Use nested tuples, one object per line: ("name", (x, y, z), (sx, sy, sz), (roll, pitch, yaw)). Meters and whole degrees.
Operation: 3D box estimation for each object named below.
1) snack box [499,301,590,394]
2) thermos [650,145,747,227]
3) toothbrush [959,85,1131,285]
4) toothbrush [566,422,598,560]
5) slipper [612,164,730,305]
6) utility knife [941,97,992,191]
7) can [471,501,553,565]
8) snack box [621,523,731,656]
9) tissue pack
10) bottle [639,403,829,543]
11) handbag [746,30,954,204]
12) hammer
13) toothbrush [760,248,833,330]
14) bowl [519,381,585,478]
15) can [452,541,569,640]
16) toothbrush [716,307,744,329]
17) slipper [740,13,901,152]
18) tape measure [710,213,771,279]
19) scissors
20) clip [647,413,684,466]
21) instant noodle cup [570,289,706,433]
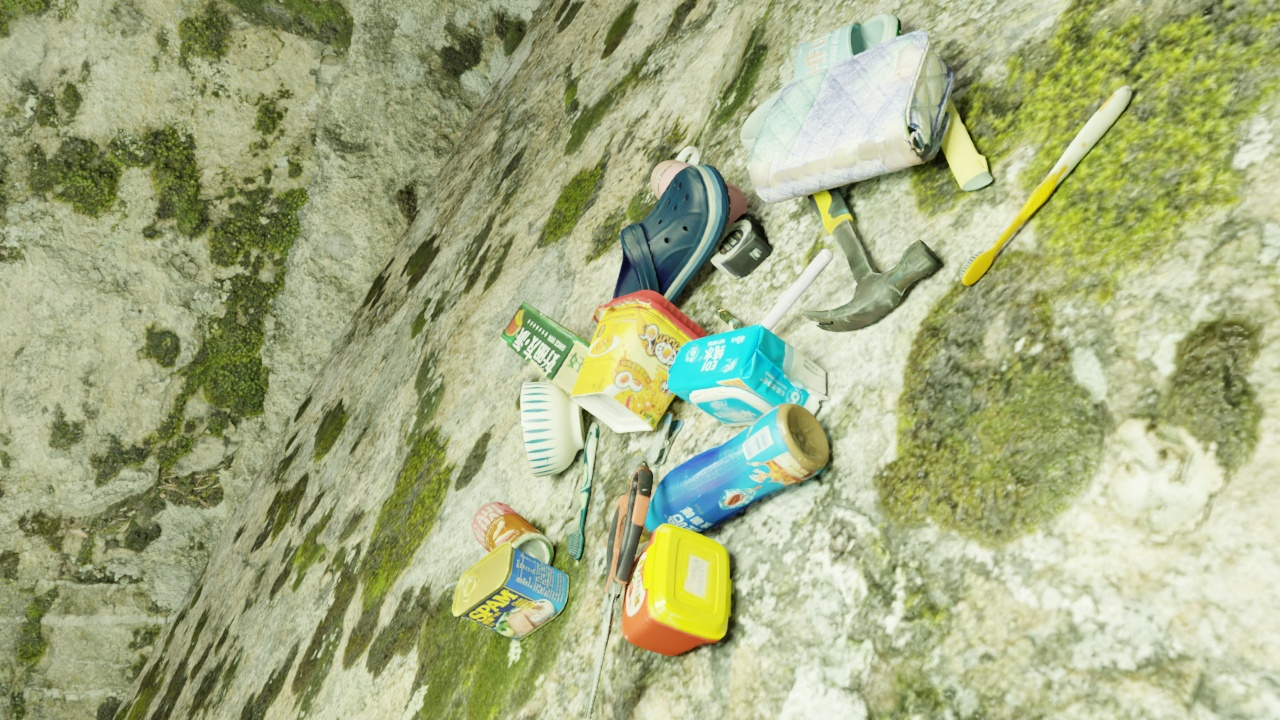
("snack box", (-0.088, -0.001, 1.146), (0.063, 0.114, 0.240), (-57, 26, 0))
("thermos", (0.073, -0.221, 1.170), (0.087, 0.067, 0.198), (-59, 25, 11))
("toothbrush", (0.317, -0.136, 0.723), (0.191, 0.016, 0.018), (-52, 18, 10))
("toothbrush", (-0.066, 0.144, 1.055), (0.016, 0.018, 0.191), (-37, 33, 35))
("slipper", (0.014, -0.129, 1.069), (0.254, 0.095, 0.105), (-59, 42, 43))
("utility knife", (0.289, -0.215, 0.852), (0.031, 0.021, 0.197), (-35, 40, 30))
("can", (-0.154, 0.211, 1.084), (0.058, 0.058, 0.147), (-60, 27, -7))
("snack box", (0.029, 0.198, 0.776), (0.080, 0.082, 0.091), (-51, 23, 42))
("tissue pack", (0.095, 0.019, 0.840), (0.140, 0.090, 0.063), (-11, 51, 55))
("bottle", (0.066, 0.112, 0.816), (0.219, 0.065, 0.065), (-37, 33, 37))
("handbag", (0.206, -0.230, 0.894), (0.194, 0.075, 0.134), (-6, 52, 51))
("hammer", (0.193, -0.141, 0.918), (0.126, 0.032, 0.322), (-43, 30, 24))
("toothbrush", (0.128, -0.046, 0.885), (0.190, 0.021, 0.029), (-51, 13, 45))
("bowl", (-0.103, 0.081, 1.111), (0.066, 0.117, 0.116), (-7, 38, 1))
("can", (-0.138, 0.250, 0.985), (0.102, 0.083, 0.057), (-40, 31, 31))
("toothbrush", (0.092, -0.038, 0.931), (0.185, 0.017, 0.012), (-109, 36, -79))
("slipper", (0.199, -0.327, 1.068), (0.246, 0.074, 0.103), (-28, 37, 47))
("tape measure", (0.112, -0.127, 1.037), (0.066, 0.033, 0.065), (-41, 29, 25))
("scissors", (-0.024, 0.199, 0.804), (0.197, 0.015, 0.205), (-109, 38, -74))
("clip", (0.023, 0.084, 0.970), (0.026, 0.041, 0.058), (0, 66, 56))
("instant noodle cup", (-0.006, 0.006, 0.988), (0.116, 0.116, 0.123), (-10, 47, 56))
